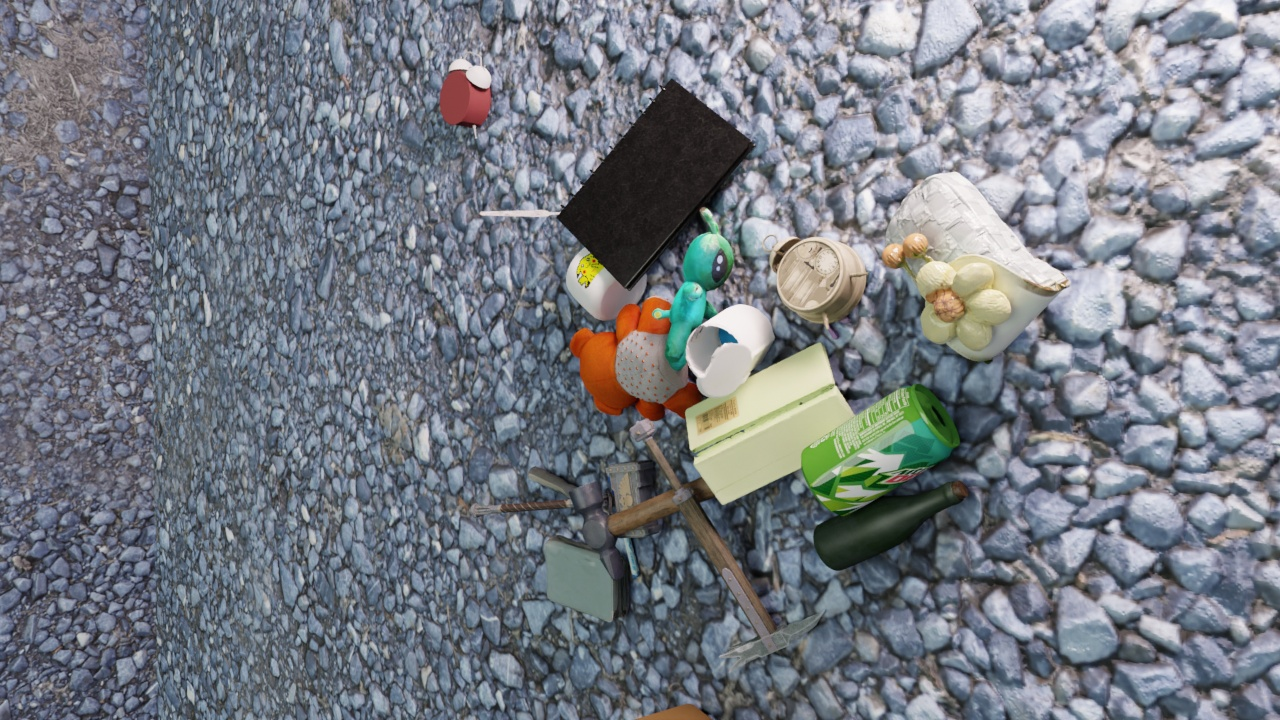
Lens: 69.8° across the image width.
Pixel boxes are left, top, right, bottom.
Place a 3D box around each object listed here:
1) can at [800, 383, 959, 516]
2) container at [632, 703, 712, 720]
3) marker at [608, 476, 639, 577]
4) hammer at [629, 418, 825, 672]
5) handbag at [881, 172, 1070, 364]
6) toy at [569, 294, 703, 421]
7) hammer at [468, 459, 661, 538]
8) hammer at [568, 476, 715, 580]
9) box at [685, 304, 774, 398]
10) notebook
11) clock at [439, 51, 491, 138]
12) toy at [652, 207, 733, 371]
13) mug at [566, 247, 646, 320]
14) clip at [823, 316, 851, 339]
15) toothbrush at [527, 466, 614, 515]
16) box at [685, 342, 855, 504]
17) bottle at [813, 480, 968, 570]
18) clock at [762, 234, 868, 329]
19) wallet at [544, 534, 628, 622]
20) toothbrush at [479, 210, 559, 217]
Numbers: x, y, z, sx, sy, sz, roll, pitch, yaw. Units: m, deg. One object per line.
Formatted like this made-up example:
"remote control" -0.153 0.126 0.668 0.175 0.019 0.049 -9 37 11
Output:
"can" 0.243 0.092 0.940 0.144 0.083 0.083 -38 66 28
"container" 0.019 0.572 1.060 0.220 0.251 0.214 19 105 51
"marker" -0.022 0.228 1.266 0.013 0.013 0.141 -23 77 42
"hammer" 0.083 0.205 1.091 0.147 0.028 0.317 -34 86 29
"handbag" 0.295 -0.091 0.865 0.171 0.123 0.113 58 143 26
"toy" -0.007 0.007 1.185 0.173 0.092 0.164 -9 106 42
"hammer" -0.121 0.204 1.294 0.323 0.044 0.098 -10 85 32
"hammer" 0.056 0.169 1.133 0.323 0.040 0.129 -27 81 29
"box" 0.098 -0.009 1.039 0.091 0.159 0.081 38 120 14
"notebook" 0.010 -0.225 1.151 0.232 0.019 0.169 -49 58 10
"clock" -0.274 -0.422 1.450 0.087 0.044 0.125 32 114 38
"toy" 0.063 -0.085 1.087 0.072 0.130 0.193 17 82 13
"mug" -0.037 -0.113 1.209 0.116 0.094 0.068 -49 59 8
"clip" 0.211 -0.043 1.024 0.051 0.014 0.045 16 102 39
"toothbrush" -0.098 0.192 1.331 0.186 0.022 0.024 19 86 41
"box" 0.142 0.071 1.034 0.188 0.061 0.133 -27 69 22
"bottle" 0.263 0.166 0.958 0.175 0.055 0.055 -36 68 38
"clock" 0.181 -0.101 1.012 0.141 0.054 0.093 44 109 35
"wallet" -0.074 0.306 1.294 0.132 0.054 0.100 11 109 41
"toothbrush" -0.144 -0.200 1.242 0.010 0.181 0.010 -10 90 41
